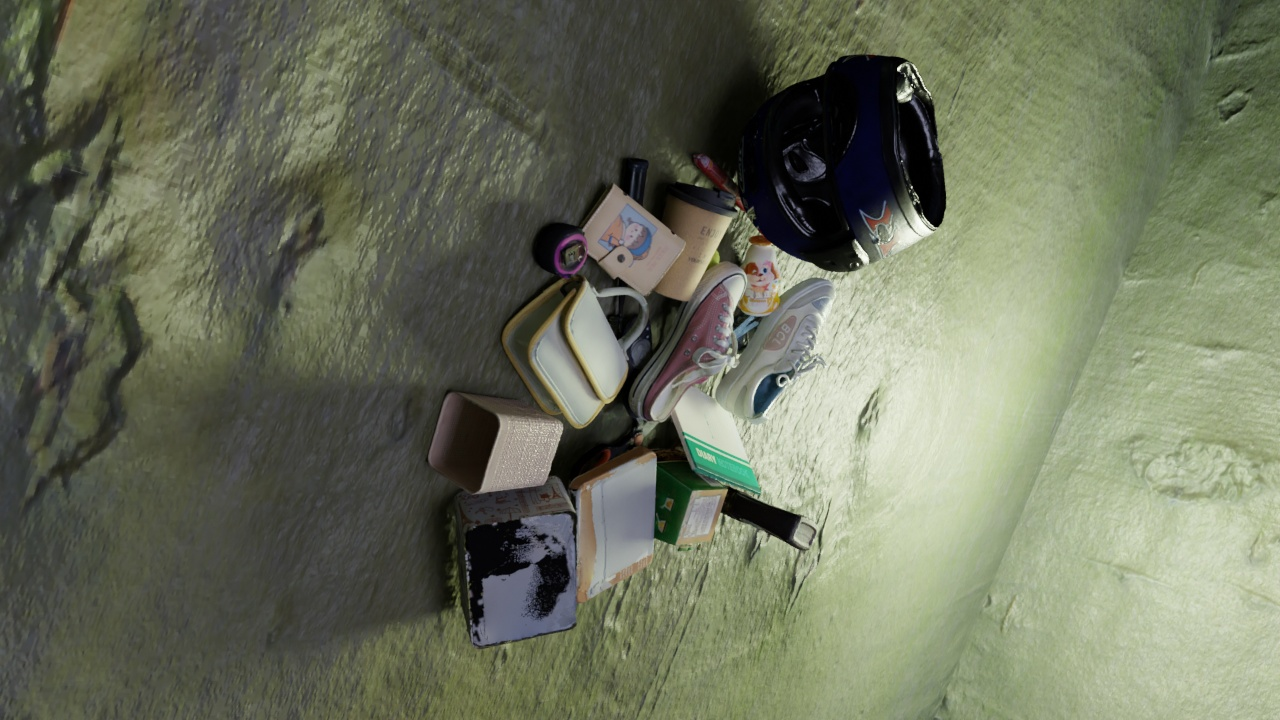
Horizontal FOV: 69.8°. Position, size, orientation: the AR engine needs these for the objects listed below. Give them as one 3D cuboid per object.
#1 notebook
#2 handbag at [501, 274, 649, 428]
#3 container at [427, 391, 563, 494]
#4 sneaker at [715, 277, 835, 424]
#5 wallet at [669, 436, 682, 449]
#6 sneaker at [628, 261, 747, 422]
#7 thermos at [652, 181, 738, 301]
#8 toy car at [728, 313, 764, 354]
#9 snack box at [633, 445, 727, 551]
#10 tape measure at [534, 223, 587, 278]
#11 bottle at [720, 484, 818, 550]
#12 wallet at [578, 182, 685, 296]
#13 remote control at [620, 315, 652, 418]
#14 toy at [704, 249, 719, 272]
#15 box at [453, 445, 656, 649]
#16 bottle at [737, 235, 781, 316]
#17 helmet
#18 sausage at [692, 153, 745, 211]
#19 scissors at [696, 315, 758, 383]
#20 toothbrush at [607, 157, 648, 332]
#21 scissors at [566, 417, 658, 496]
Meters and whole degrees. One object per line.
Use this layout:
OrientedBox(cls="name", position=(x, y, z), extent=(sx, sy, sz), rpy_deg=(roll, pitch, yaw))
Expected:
OrientedBox(cls="notebook", position=(0.097, 0.103, 1.266), extent=(0.012, 0.150, 0.209), rpy_deg=(-31, 150, 20))
OrientedBox(cls="handbag", position=(-0.057, -0.025, 1.065), extent=(0.178, 0.063, 0.163), rpy_deg=(-46, 139, -18))
OrientedBox(cls="container", position=(-0.154, 0.090, 1.002), extent=(0.110, 0.090, 0.090), rpy_deg=(8, 103, -54))
OrientedBox(cls="sneaker", position=(0.212, -0.013, 1.313), extent=(0.242, 0.091, 0.089), rpy_deg=(-52, 136, -3))
OrientedBox(cls="wallet", position=(0.071, 0.160, 1.343), extent=(0.090, 0.033, 0.115), rpy_deg=(-48, 138, -25))
OrientedBox(cls="sneaker", position=(0.081, -0.017, 1.167), extent=(0.240, 0.088, 0.118), rpy_deg=(-56, 146, -16))
OrientedBox(cls="thermos", position=(0.058, -0.149, 1.125), extent=(0.092, 0.093, 0.143), rpy_deg=(1, 115, -49))
OrientedBox(cls="toy car", position=(0.174, -0.053, 1.348), extent=(0.120, 0.037, 0.054), rpy_deg=(-29, 130, -27))
OrientedBox(cls="snack box", position=(0.047, 0.185, 1.225), extent=(0.118, 0.106, 0.117), rpy_deg=(5, 105, -49))
OrientedBox(cls="tape measure", position=(-0.085, -0.121, 1.008), extent=(0.057, 0.039, 0.057), rpy_deg=(-29, 129, -37))
OrientedBox(cls="bottle", position=(0.147, 0.206, 1.270), extent=(0.080, 0.195, 0.044), rpy_deg=(35, 78, -48))
OrientedBox(cls="wallet", position=(-0.015, -0.136, 1.060), extent=(0.115, 0.024, 0.087), rpy_deg=(36, 88, -25))
OrientedBox(cls="remote control", position=(-0.007, 0.007, 1.173), extent=(0.053, 0.024, 0.136), rpy_deg=(-18, 114, -43))
OrientedBox(cls="toy", position=(0.080, -0.101, 1.217), extent=(0.096, 0.031, 0.100), rpy_deg=(-58, 142, -7))
OrientedBox(cls="box", position=(-0.087, 0.216, 1.090), extent=(0.259, 0.110, 0.179), rpy_deg=(-7, 117, -19))
OrientedBox(cls="bottle", position=(0.166, -0.119, 1.281), extent=(0.063, 0.063, 0.108), rpy_deg=(-24, 125, -40))
OrientedBox(cls="helmet", position=(0.238, -0.242, 1.148), extent=(0.315, 0.241, 0.247), rpy_deg=(14, 72, -61))
OrientedBox(cls="sausage", position=(0.109, -0.231, 1.191), extent=(0.155, 0.020, 0.020), rpy_deg=(31, 85, -52))
OrientedBox(cls="scissors", position=(0.118, -0.016, 1.297), extent=(0.137, 0.017, 0.073), rpy_deg=(-31, 128, -18))
OrientedBox(cls="toothbrush", position=(-0.017, -0.133, 1.093), extent=(0.027, 0.026, 0.213), rpy_deg=(2, 113, -16))
OrientedBox(cls="scissors", position=(-0.020, 0.122, 1.228), extent=(0.220, 0.022, 0.235), rpy_deg=(-22, 122, -46))
